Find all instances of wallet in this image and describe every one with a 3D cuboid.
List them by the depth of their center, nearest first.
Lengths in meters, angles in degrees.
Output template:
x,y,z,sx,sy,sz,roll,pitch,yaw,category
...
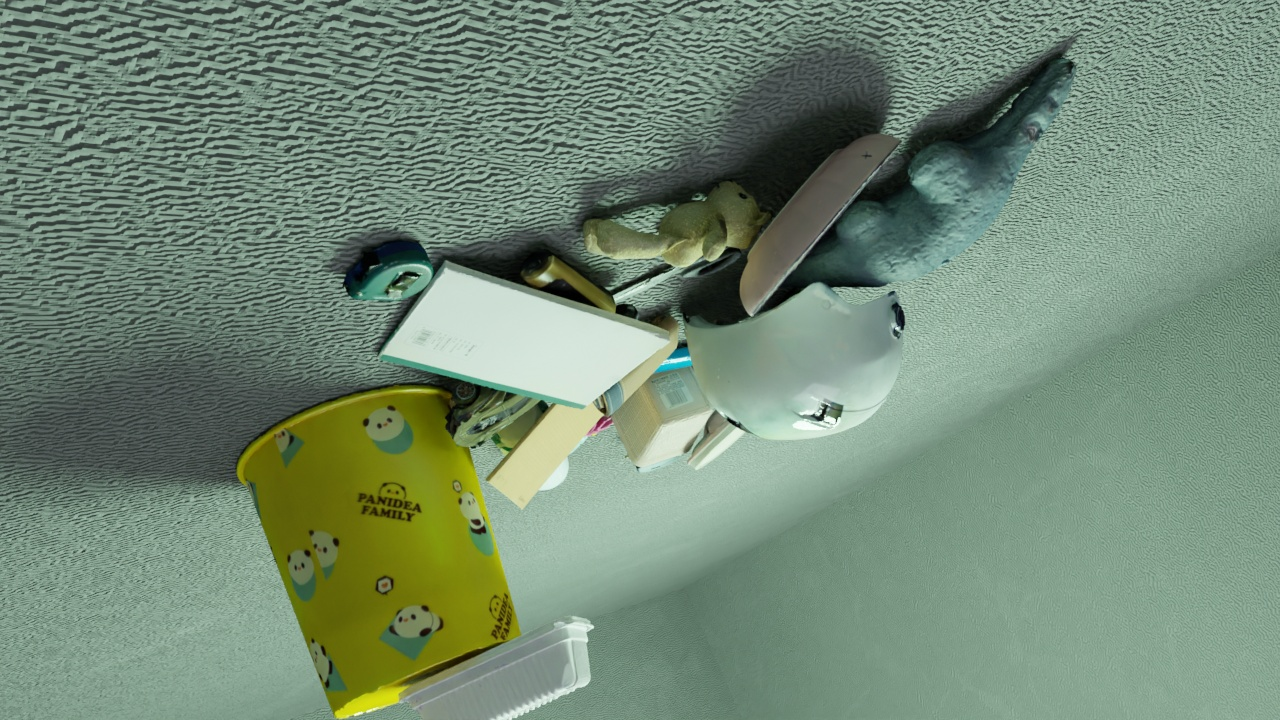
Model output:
x,y,z,sx,sy,sz,roll,pitch,yaw,category
-0.006,0.006,0.989,0.115,0.033,0.090,-43,166,-12,wallet

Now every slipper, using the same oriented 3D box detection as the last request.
x,y,z,sx,sy,sz,roll,pitch,yaw,category
0.154,0.035,1.211,0.274,0.054,0.114,-44,167,-9,slipper

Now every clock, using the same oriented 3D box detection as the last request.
x,y,z,sx,sy,sz,roll,pitch,yaw,category
0.029,0.118,1.340,0.081,0.055,0.122,-11,156,-32,clock

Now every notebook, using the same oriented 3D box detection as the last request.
x,y,z,sx,sy,sz,roll,pitch,yaw,category
-0.101,-0.012,0.794,0.209,0.012,0.151,16,144,-30,notebook
-0.081,0.067,1.009,0.211,0.012,0.149,-49,163,-11,notebook

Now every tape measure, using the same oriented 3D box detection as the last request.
x,y,z,sx,sy,sz,roll,pitch,yaw,category
-0.179,-0.063,0.667,0.058,0.025,0.055,-2,152,-49,tape measure

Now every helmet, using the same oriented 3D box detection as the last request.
x,y,z,sx,sy,sz,roll,pitch,yaw,category
0.177,0.013,0.998,0.230,0.145,0.258,-9,170,37,helmet

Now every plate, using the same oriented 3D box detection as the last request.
x,y,z,sx,sy,sz,roll,pitch,yaw,category
0.145,-0.123,0.792,0.192,0.039,0.192,-49,176,-5,plate

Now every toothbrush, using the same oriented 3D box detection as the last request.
x,y,z,sx,sy,sz,roll,pitch,yaw,category
0.154,-0.041,1.134,0.015,0.018,0.182,-10,155,-27,toothbrush

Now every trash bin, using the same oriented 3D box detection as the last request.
x,y,z,sx,sy,sz,roll,pitch,yaw,category
-0.245,0.190,0.901,0.229,0.255,0.230,-21,161,-8,trash bin

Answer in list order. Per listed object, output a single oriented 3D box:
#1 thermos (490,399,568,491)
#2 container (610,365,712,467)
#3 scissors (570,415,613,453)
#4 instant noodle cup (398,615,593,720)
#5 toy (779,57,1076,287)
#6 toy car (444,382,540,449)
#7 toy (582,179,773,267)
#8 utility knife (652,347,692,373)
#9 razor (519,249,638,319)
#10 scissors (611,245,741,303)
x,y,z,sx,sy,sz,roll,pitch,yaw,category
-0.129,0.097,1.084,0.073,0.073,0.224,-23,160,-6,thermos
0.028,0.063,1.153,0.090,0.090,0.111,-15,155,-24,container
-0.081,0.104,1.240,0.064,0.017,0.136,-10,160,-35,scissors
-0.123,0.303,0.861,0.173,0.060,0.138,-23,161,-1,instant noodle cup
0.275,-0.150,0.903,0.357,0.091,0.138,-36,130,26,toy
-0.122,0.024,0.893,0.158,0.042,0.070,-40,153,-13,toy car
0.030,-0.109,0.754,0.157,0.066,0.105,-12,-170,-21,toy
0.094,-0.012,1.115,0.202,0.018,0.034,-10,154,-24,utility knife
-0.054,-0.050,0.800,0.062,0.067,0.167,-29,154,11,razor
0.015,-0.082,0.872,0.172,0.014,0.143,-11,158,-28,scissors
